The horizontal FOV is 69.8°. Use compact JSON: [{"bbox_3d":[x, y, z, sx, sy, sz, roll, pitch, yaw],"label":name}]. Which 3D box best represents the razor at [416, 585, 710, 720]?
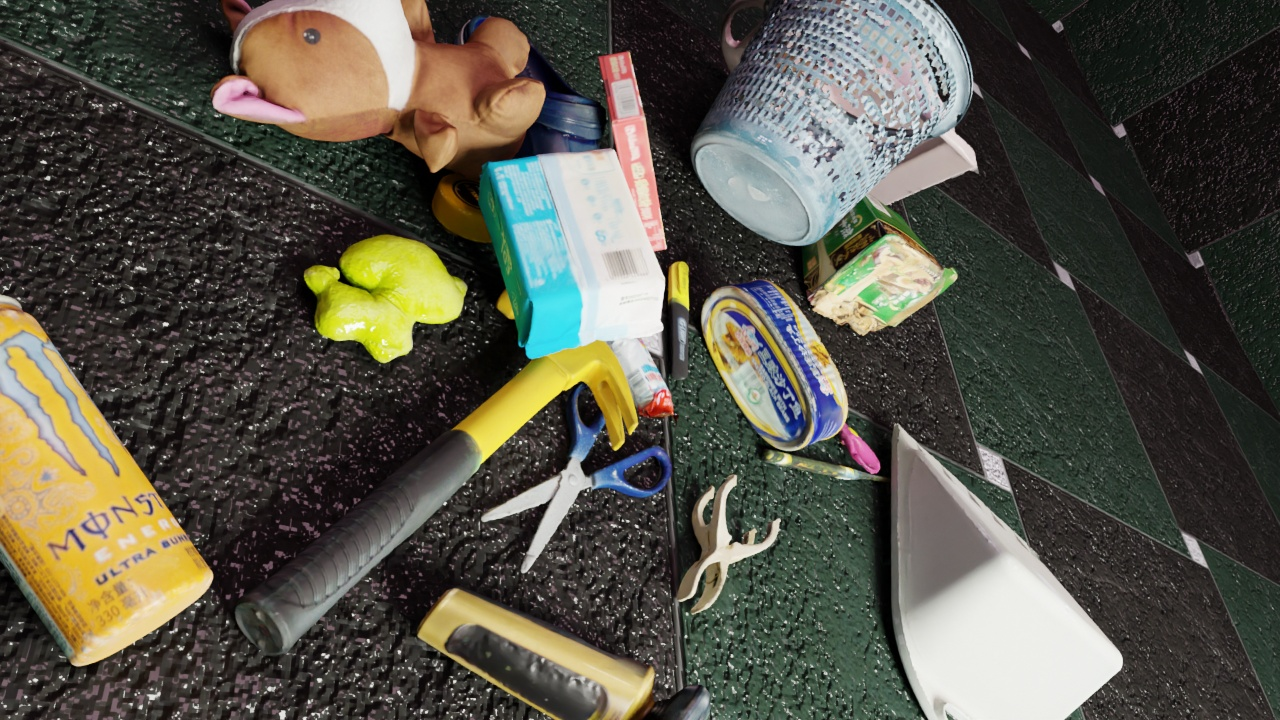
[{"bbox_3d":[-0.040,0.168,0.480,0.167,0.062,0.067,33,11,-15],"label":"razor"}]

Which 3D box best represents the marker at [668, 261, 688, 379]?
[{"bbox_3d":[0.032,-0.034,0.749,0.018,0.015,0.123,25,46,-26],"label":"marker"}]

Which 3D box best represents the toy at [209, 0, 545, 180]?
[{"bbox_3d":[-0.163,-0.184,0.583,0.199,0.131,0.140,3,40,-21],"label":"toy"}]

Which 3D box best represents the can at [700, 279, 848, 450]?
[{"bbox_3d":[0.107,0.002,0.749,0.049,0.075,0.148,-13,69,-46],"label":"can"}]

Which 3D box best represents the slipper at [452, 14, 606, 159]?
[{"bbox_3d":[-0.065,-0.174,0.703,0.105,0.095,0.252,-4,60,-44],"label":"slipper"}]

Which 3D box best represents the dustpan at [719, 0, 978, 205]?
[{"bbox_3d":[0.203,-0.278,1.008,0.138,0.223,0.273,-23,91,-17],"label":"dustpan"}]

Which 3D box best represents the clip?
[{"bbox_3d":[0.049,0.118,0.629,0.102,0.035,0.094,-18,78,-43],"label":"clip"}]

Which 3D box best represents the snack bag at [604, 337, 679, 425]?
[{"bbox_3d":[-0.004,0.004,0.670,0.045,0.026,0.105,7,51,-60],"label":"snack bag"}]

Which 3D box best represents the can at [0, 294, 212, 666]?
[{"bbox_3d":[-0.238,0.047,0.369,0.146,0.058,0.058,54,37,3],"label":"can"}]

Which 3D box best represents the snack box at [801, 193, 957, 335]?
[{"bbox_3d":[0.230,-0.108,0.935,0.118,0.118,0.105,23,41,-36],"label":"snack box"}]

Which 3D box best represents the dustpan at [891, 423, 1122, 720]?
[{"bbox_3d":[0.285,0.218,0.798,0.222,0.143,0.257,40,11,-18],"label":"dustpan"}]

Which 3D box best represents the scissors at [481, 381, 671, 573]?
[{"bbox_3d":[-0.041,0.066,0.594,0.166,0.012,0.155,11,53,-41],"label":"scissors"}]

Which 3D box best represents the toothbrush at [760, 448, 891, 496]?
[{"bbox_3d":[0.170,0.098,0.786,0.185,0.012,0.017,16,60,-37],"label":"toothbrush"}]

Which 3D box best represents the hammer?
[{"bbox_3d":[-0.101,0.052,0.520,0.129,0.033,0.299,41,39,4],"label":"hammer"}]

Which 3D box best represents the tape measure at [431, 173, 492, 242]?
[{"bbox_3d":[-0.117,-0.105,0.642,0.057,0.029,0.060,-11,51,-46],"label":"tape measure"}]

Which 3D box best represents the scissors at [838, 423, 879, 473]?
[{"bbox_3d":[0.169,0.046,0.819,0.133,0.017,0.054,54,20,15],"label":"scissors"}]

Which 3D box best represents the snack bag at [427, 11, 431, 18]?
[{"bbox_3d":[-0.194,-0.244,0.681,0.048,0.026,0.104,28,41,-10],"label":"snack bag"}]

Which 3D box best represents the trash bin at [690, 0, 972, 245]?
[{"bbox_3d":[0.159,-0.225,0.862,0.226,0.227,0.195,41,77,-13],"label":"trash bin"}]

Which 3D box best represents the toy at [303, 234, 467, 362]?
[{"bbox_3d":[-0.152,-0.043,0.554,0.096,0.031,0.100,27,44,-26],"label":"toy"}]

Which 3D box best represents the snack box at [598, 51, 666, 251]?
[{"bbox_3d":[-0.005,-0.160,0.728,0.153,0.025,0.075,76,4,-58],"label":"snack box"}]

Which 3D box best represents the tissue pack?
[{"bbox_3d":[-0.047,-0.070,0.585,0.090,0.063,0.140,-11,65,-19],"label":"tissue pack"}]
